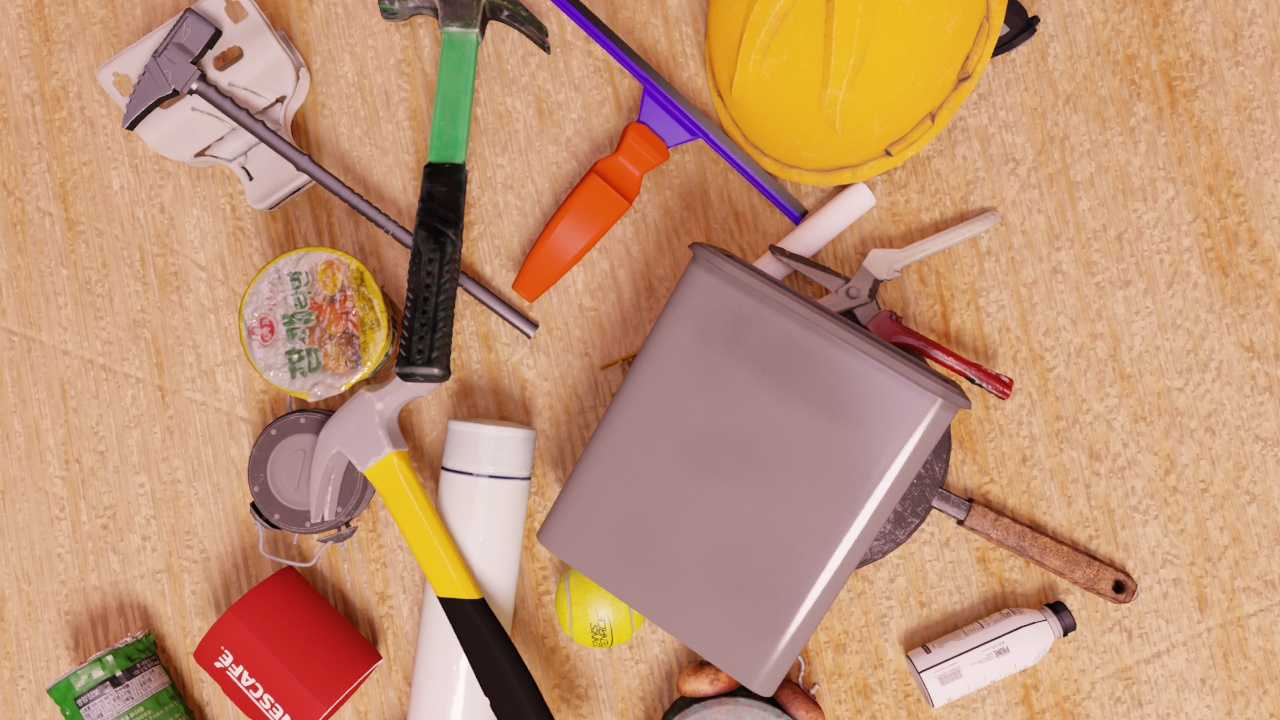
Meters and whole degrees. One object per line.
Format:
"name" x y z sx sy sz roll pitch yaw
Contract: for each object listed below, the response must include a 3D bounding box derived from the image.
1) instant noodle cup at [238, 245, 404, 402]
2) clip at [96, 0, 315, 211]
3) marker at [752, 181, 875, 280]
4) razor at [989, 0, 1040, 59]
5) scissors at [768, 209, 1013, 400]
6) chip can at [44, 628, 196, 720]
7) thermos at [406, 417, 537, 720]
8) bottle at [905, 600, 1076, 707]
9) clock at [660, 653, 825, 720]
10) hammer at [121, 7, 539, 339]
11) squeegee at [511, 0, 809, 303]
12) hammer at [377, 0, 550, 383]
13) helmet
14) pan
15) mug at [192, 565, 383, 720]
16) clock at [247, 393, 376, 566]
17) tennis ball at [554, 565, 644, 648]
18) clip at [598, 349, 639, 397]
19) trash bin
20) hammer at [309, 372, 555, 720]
"instant noodle cup" -0.211 -0.021 0.647 0.102 0.108 0.102 0 87 3
"clip" -0.303 -0.187 0.693 0.126 0.110 0.151 -33 118 2
"marker" 0.113 -0.083 0.676 0.133 0.023 0.027 -39 65 1
"razor" 0.209 -0.265 0.667 0.156 0.057 0.060 33 131 5
"scissors" 0.192 -0.053 0.656 0.199 0.015 0.179 34 74 5
"chip can" -0.334 0.309 0.656 0.075 0.075 0.223 -32 86 1
"thermos" -0.120 0.156 0.655 0.068 0.068 0.230 6 87 3
"bottle" 0.248 0.202 0.645 0.116 0.041 0.041 -25 86 2
"clock" 0.068 0.270 0.635 0.121 0.073 0.157 16 87 4
"hammer" -0.212 -0.111 0.664 0.325 0.015 0.095 37 92 -9
"squeegee" -0.029 -0.119 0.670 0.249 0.055 0.185 39 90 -13
"hammer" -0.136 -0.137 0.647 0.130 0.032 0.318 2 70 0
"helmet" 0.132 -0.247 0.599 0.205 0.131 0.255 24 102 15
"pan" 0.195 0.089 0.657 0.357 0.040 0.207 25 89 5
"mug" -0.257 0.222 0.657 0.096 0.080 0.117 43 119 4
"clock" -0.240 0.086 0.676 0.091 0.044 0.122 13 88 4
"tennis ball" -0.028 0.169 0.649 0.065 0.065 0.065 0 87 3
"clip" -0.004 0.002 0.670 0.054 0.048 0.046 -23 45 2
"trash bin" 0.068 0.065 0.595 0.192 0.097 0.220 32 102 12
"hammer" -0.116 0.161 0.605 0.127 0.029 0.323 -34 78 10
